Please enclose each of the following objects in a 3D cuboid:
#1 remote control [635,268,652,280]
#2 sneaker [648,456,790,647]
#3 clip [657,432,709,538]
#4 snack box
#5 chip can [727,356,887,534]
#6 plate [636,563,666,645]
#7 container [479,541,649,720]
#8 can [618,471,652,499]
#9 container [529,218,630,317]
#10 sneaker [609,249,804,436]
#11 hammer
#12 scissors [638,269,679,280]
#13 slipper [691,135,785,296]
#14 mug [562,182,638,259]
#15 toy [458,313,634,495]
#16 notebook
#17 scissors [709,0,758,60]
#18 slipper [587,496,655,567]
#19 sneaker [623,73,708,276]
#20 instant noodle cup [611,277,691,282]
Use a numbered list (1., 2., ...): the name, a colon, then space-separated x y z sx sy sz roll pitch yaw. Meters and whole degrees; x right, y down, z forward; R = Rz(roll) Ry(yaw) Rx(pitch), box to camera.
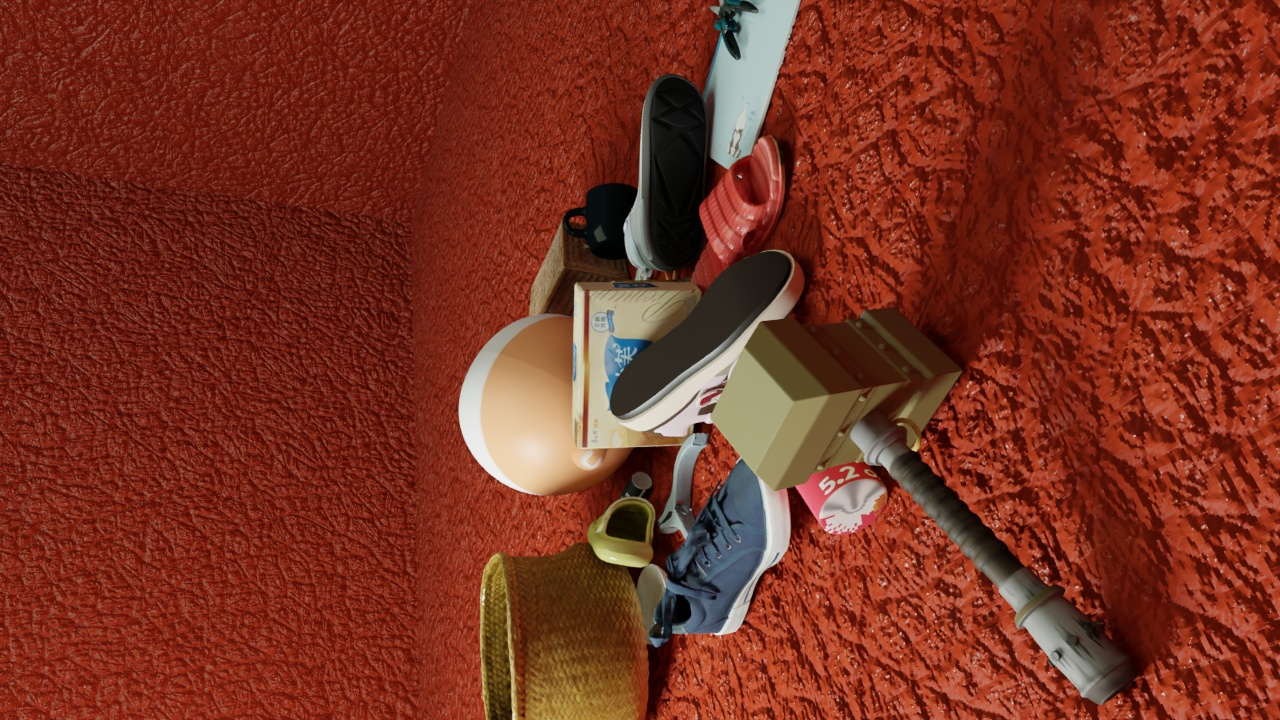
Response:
1. remote control: 0.015 -0.167 1.374 0.045 0.008 0.147 -131 50 -59
2. sneaker: 0.069 0.206 0.963 0.295 0.127 0.120 107 153 -43
3. clip: 0.066 0.154 1.159 0.169 0.031 0.164 169 107 -65
4. snack box: -0.007 0.007 1.160 0.055 0.153 0.207 -131 42 -70
5. chip can: 0.158 0.072 0.900 0.220 0.069 0.069 -118 40 -53
6. plate: 0.025 0.323 1.217 0.104 0.026 0.104 -174 90 -68
7. container: -0.107 0.406 1.258 0.307 0.196 0.307 179 91 -75
8. can: -0.011 0.196 1.324 0.081 0.031 0.031 117 149 -42
9. container: -0.106 -0.126 1.520 0.199 0.113 0.112 125 148 -47
10. sneaker: 0.098 0.000 1.052 0.295 0.116 0.111 -44 34 30
11. hammer: 0.218 0.104 0.669 0.324 0.189 0.101 52 134 36
12. scissors: 0.027 -0.149 1.326 0.131 0.011 0.125 -52 42 42
13. slipper: 0.102 -0.157 1.101 0.249 0.059 0.103 115 151 -42
14. mug: -0.059 -0.212 1.414 0.085 0.121 0.094 111 157 -71
15. toy: -0.115 0.069 1.327 0.281 0.265 0.262 7 59 50
16. notebook: 0.130 -0.372 1.143 0.181 0.009 0.254 -125 45 -57
17. scissors: 0.115 -0.432 1.155 0.119 0.019 0.151 143 131 -61
18. slipper: -0.023 0.221 1.223 0.190 0.091 0.081 -144 63 -87
19. sneaker: 0.022 -0.247 1.251 0.160 0.093 0.256 -178 88 -69
20. instant noodle cup: 0.010 -0.067 1.227 0.100 0.112 0.100 -176 91 -69
